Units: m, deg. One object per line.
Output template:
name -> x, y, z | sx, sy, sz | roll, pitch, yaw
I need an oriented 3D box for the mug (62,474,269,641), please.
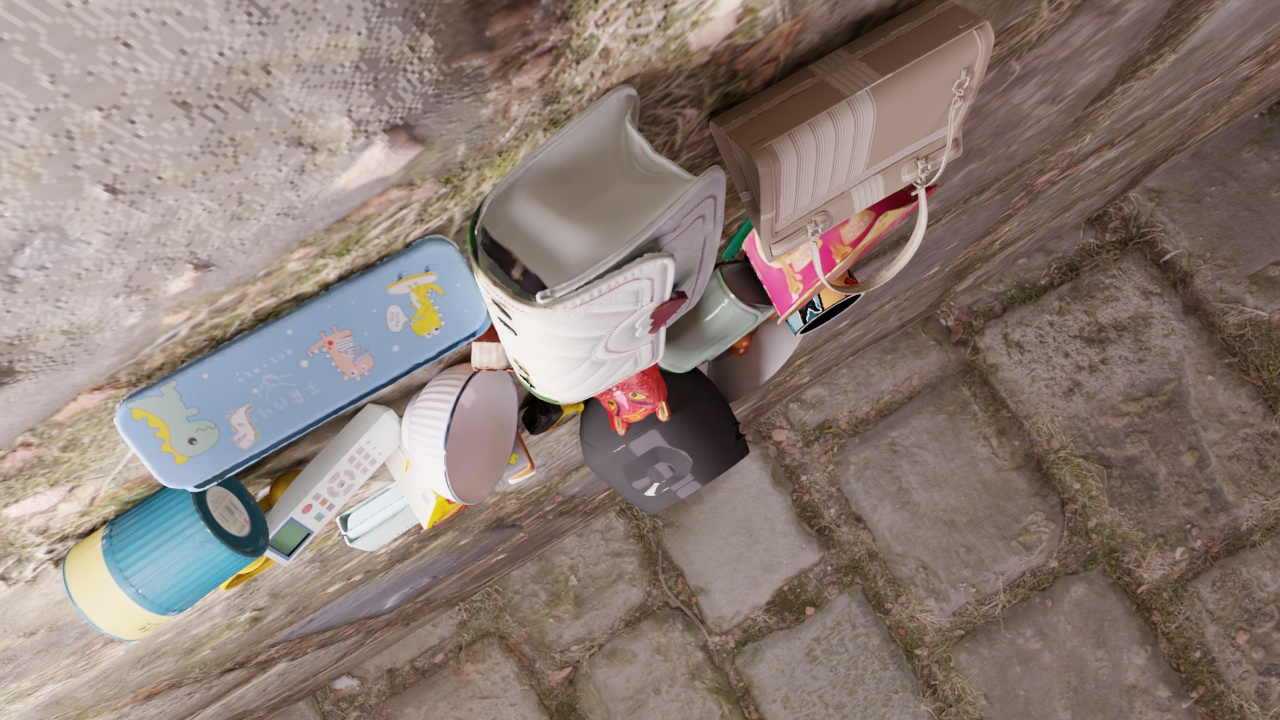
mug -> -0.333, 0.129, 0.662 | 0.107, 0.083, 0.113 | -35, -164, 3

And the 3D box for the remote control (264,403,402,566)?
remote control -> -0.246, 0.093, 0.723 | 0.143, 0.024, 0.050 | -49, 157, -16

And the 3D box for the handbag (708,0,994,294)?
handbag -> 0.157, -0.123, 0.653 | 0.175, 0.062, 0.198 | -30, 138, -5

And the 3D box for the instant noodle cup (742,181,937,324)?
instant noodle cup -> 0.164, -0.118, 0.803 | 0.178, 0.077, 0.179 | -40, 174, -5

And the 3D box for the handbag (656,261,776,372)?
handbag -> 0.072, -0.042, 0.966 | 0.122, 0.067, 0.106 | -38, 165, 29

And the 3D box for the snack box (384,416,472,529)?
snack box -> -0.187, 0.096, 0.845 | 0.061, 0.083, 0.106 | -27, 167, -28

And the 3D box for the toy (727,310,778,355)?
toy -> 0.146, -0.065, 1.073 | 0.127, 0.065, 0.095 | -36, 178, -4

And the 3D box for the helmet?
helmet -> 0.019, 0.075, 1.061 | 0.164, 0.170, 0.264 | -33, 176, 15

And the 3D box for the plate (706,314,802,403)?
plate -> 0.133, -0.024, 1.152 | 0.174, 0.036, 0.173 | -42, -161, 18

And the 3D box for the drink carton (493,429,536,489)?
drink carton -> -0.179, 0.109, 0.952 | 0.124, 0.076, 0.048 | -25, 168, -8

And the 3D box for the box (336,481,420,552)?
box -> -0.239, 0.141, 1.018 | 0.199, 0.066, 0.083 | -31, 144, 0

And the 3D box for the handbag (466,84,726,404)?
handbag -> -0.025, -0.051, 0.556 | 0.141, 0.096, 0.199 | -43, 169, -11

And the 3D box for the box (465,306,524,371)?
box -> -0.091, -0.021, 0.757 | 0.058, 0.062, 0.188 | -8, 178, 17

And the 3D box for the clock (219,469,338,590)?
clock -> -0.315, 0.142, 0.778 | 0.113, 0.052, 0.152 | -36, 176, -29

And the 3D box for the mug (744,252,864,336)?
mug -> 0.174, -0.088, 0.953 | 0.082, 0.098, 0.117 | -36, 168, 20

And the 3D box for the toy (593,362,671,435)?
toy -> -0.005, 0.005, 0.897 | 0.088, 0.094, 0.132 | -21, -155, 35

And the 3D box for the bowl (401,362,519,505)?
bowl -> -0.155, 0.055, 0.758 | 0.062, 0.118, 0.118 | 10, -179, 19

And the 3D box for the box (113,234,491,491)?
box -> -0.196, -0.005, 0.546 | 0.209, 0.078, 0.074 | -30, -148, -10

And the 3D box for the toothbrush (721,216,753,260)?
toothbrush -> 0.114, -0.137, 0.802 | 0.016, 0.017, 0.190 | -29, 169, -27

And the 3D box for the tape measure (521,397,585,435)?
tape measure -> -0.094, 0.051, 1.003 | 0.064, 0.037, 0.066 | -25, 169, -27
